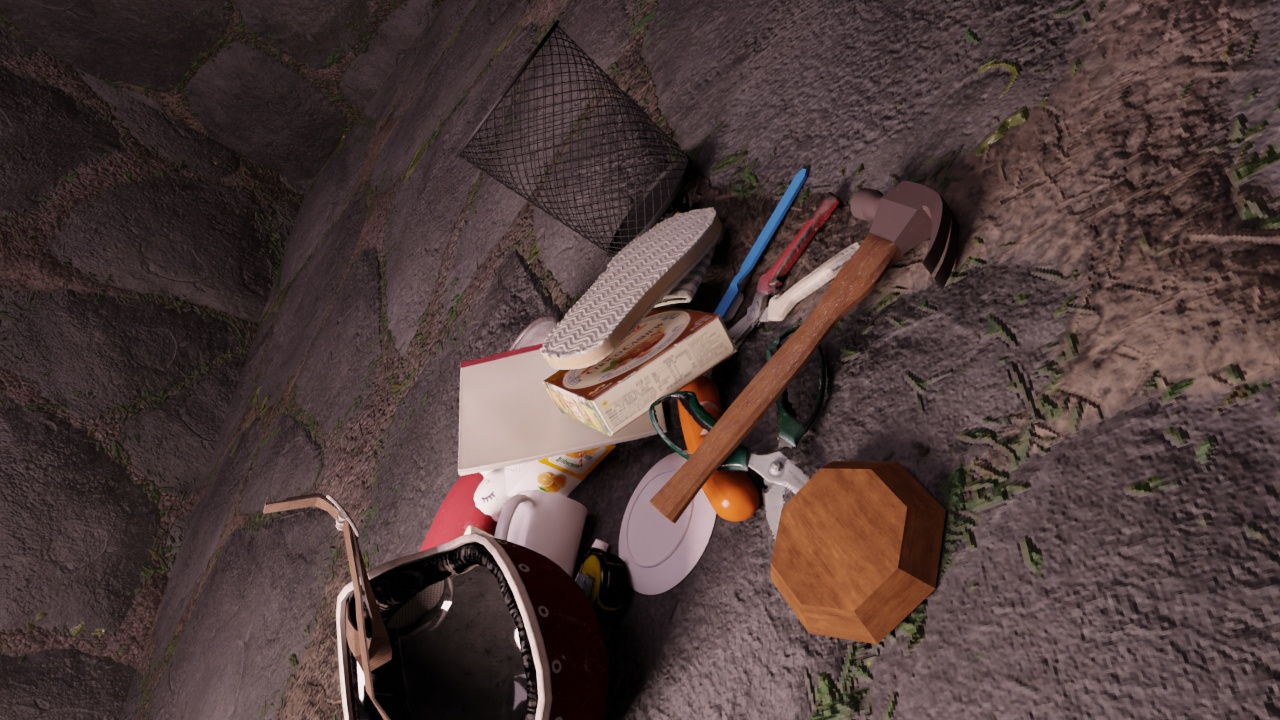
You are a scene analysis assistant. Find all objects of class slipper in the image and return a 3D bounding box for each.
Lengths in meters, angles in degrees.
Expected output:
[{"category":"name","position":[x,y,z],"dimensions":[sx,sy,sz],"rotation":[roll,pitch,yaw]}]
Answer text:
[{"category":"slipper","position":[0.000,-0.069,0.900],"dimensions":[0.115,0.054,0.271],"rotation":[-10,28,40]}]

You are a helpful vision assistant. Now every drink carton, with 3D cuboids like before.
[{"category":"drink carton","position":[-0.089,0.105,0.972],"dimensions":[0.123,0.058,0.040],"rotation":[-47,33,25]}]

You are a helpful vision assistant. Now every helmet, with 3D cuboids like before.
[{"category":"helmet","position":[-0.155,0.254,0.753],"dimensions":[0.233,0.253,0.234],"rotation":[56,140,40]}]

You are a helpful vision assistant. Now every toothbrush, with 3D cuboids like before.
[{"category":"toothbrush","position":[0.118,-0.110,0.878],"dimensions":[0.166,0.014,0.016],"rotation":[-59,30,-2]}]

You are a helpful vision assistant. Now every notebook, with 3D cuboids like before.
[{"category":"notebook","position":[-0.085,0.034,0.938],"dimensions":[0.209,0.012,0.152],"rotation":[-12,48,4]}]

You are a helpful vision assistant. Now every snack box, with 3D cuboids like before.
[{"category":"snack box","position":[-0.005,0.005,0.860],"dimensions":[0.143,0.041,0.147],"rotation":[-34,18,-15]}]

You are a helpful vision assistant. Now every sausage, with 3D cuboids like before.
[{"category":"sausage","position":[0.062,0.073,0.786],"dimensions":[0.044,0.039,0.164],"rotation":[-43,35,20]}]

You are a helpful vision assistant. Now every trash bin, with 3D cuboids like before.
[{"category":"trash bin","position":[-0.067,-0.235,1.029],"dimensions":[0.184,0.210,0.183],"rotation":[-47,17,19]}]

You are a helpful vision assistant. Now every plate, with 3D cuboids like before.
[{"category":"plate","position":[0.019,0.142,0.825],"dimensions":[0.135,0.011,0.134],"rotation":[-37,39,37]},{"category":"plate","position":[0.139,0.122,0.620],"dimensions":[0.132,0.025,0.131],"rotation":[-25,49,32]}]

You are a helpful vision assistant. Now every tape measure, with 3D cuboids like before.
[{"category":"tape measure","position":[-0.038,0.204,0.834],"dimensions":[0.061,0.034,0.061],"rotation":[-5,72,62]}]

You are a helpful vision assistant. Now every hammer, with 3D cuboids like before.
[{"category":"hammer","position":[0.121,-0.005,0.710],"dimensions":[0.323,0.033,0.115],"rotation":[-50,35,0]}]

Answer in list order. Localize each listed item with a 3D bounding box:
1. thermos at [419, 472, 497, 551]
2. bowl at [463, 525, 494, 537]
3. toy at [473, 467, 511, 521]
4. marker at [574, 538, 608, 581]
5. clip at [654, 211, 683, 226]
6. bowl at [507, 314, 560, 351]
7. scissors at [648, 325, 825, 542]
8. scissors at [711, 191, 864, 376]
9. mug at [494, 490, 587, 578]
[{"category":"thermos","position":[-0.199,0.185,1.065],"dimensions":[0.073,0.073,0.239],"rotation":[-10,53,54]},{"category":"bowl","position":[-0.164,0.236,0.958],"dimensions":[0.115,0.062,0.115],"rotation":[-164,91,-77]},{"category":"toy","position":[-0.150,0.140,1.033],"dimensions":[0.038,0.079,0.122],"rotation":[92,157,-58]},{"category":"marker","position":[-0.067,0.239,0.874],"dimensions":[0.017,0.017,0.145],"rotation":[19,83,60]},{"category":"clip","position":[0.033,-0.137,1.027],"dimensions":[0.046,0.037,0.053],"rotation":[4,71,44]},{"category":"bowl","position":[-0.107,0.027,1.054],"dimensions":[0.145,0.067,0.144],"rotation":[-37,39,37]},{"category":"scissors","position":[0.111,0.048,0.728],"dimensions":[0.179,0.015,0.206],"rotation":[-44,50,-8]},{"category":"scissors","position":[0.130,-0.069,0.820],"dimensions":[0.180,0.015,0.186],"rotation":[-3,65,56]},{"category":"mug","position":[-0.106,0.176,0.894],"dimensions":[0.074,0.110,0.090],"rotation":[-1,62,27]}]
